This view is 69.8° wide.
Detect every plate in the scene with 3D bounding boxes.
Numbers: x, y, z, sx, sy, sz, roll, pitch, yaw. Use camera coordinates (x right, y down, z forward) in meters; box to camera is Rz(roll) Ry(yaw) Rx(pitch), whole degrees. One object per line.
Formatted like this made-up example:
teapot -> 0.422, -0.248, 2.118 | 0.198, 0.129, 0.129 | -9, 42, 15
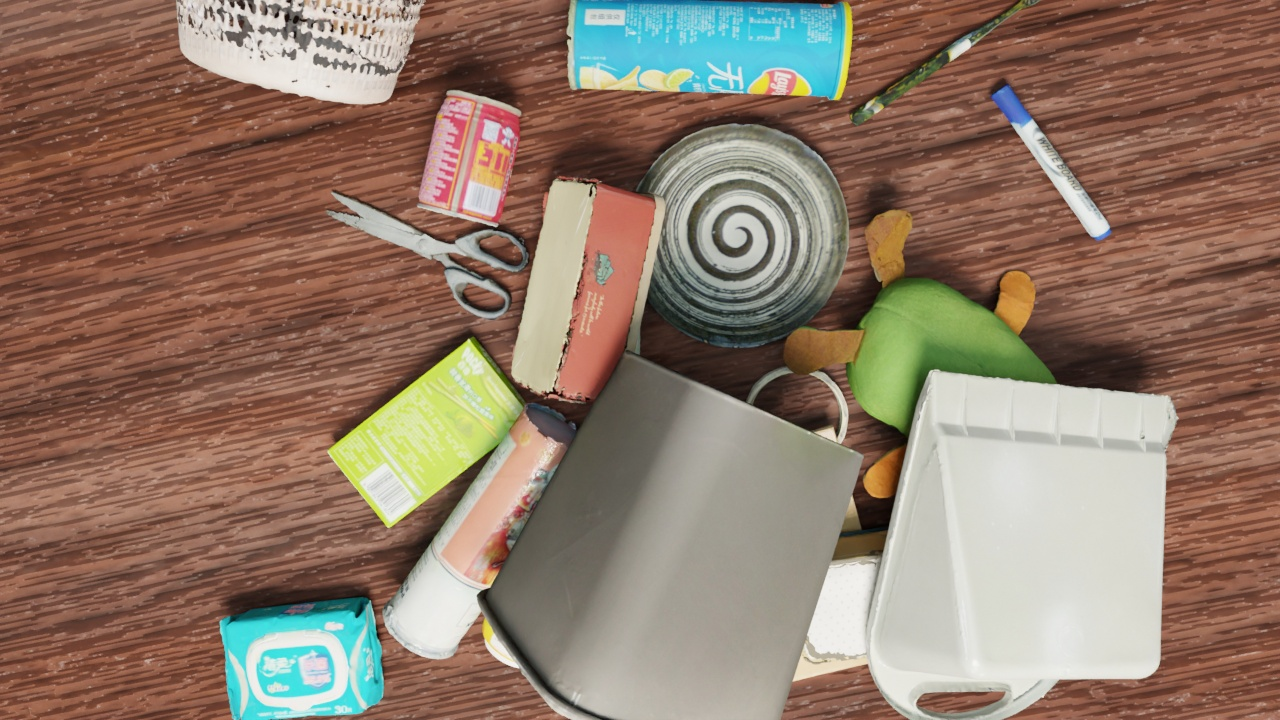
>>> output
plate -> 0.079, -0.100, 0.746 | 0.179, 0.024, 0.179 | 0, 94, 2

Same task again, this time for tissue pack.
tissue pack -> -0.289, 0.256, 0.784 | 0.133, 0.050, 0.093 | -7, 96, 3

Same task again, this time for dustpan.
dustpan -> 0.274, 0.156, 0.699 | 0.222, 0.143, 0.257 | 6, 77, -18

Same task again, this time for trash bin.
trash bin -> 0.029, 0.128, 0.655 | 0.198, 0.199, 0.219 | 24, 90, -30
trash bin -> -0.239, -0.297, 0.656 | 0.227, 0.227, 0.192 | 15, 109, 1

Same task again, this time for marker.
marker -> 0.328, -0.157, 0.732 | 0.017, 0.017, 0.146 | -37, 93, 5

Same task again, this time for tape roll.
tape roll -> 0.129, 0.047, 0.763 | 0.086, 0.014, 0.086 | 0, 96, 2

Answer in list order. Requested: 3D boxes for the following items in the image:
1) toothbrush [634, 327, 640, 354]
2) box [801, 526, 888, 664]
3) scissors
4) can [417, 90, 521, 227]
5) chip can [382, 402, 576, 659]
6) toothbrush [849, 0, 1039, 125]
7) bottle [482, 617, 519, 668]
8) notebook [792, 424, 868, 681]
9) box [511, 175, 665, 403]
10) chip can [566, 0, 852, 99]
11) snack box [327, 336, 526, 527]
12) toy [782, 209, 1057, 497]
toothbrush -> -0.005, 0.004, 0.763 | 0.020, 0.029, 0.189 | 4, 96, 43
box -> 0.203, 0.182, 0.735 | 0.184, 0.061, 0.090 | -3, 97, -14
scissors -> -0.180, -0.088, 0.762 | 0.172, 0.014, 0.146 | -13, 94, 4
can -> -0.134, -0.159, 0.726 | 0.066, 0.066, 0.094 | 14, 97, 1
chip can -> -0.124, 0.138, 0.746 | 0.071, 0.071, 0.215 | 35, 101, -2
toothbrush -> 0.246, -0.244, 0.726 | 0.186, 0.017, 0.012 | -34, 88, 5
bottle -> -0.084, 0.199, 0.763 | 0.063, 0.063, 0.108 | 31, 94, -1
notebook -> 0.116, 0.173, 0.772 | 0.149, 0.012, 0.211 | -16, 99, 5
box -> -0.050, -0.055, 0.712 | 0.080, 0.091, 0.168 | 9, 97, -33
chip can -> 0.051, -0.241, 0.708 | 0.210, 0.071, 0.071 | 2, 96, 3
snack box -> -0.175, 0.060, 0.771 | 0.156, 0.026, 0.086 | -38, 94, 6
toy -> 0.238, 0.010, 0.718 | 0.246, 0.090, 0.226 | 39, 82, -5
